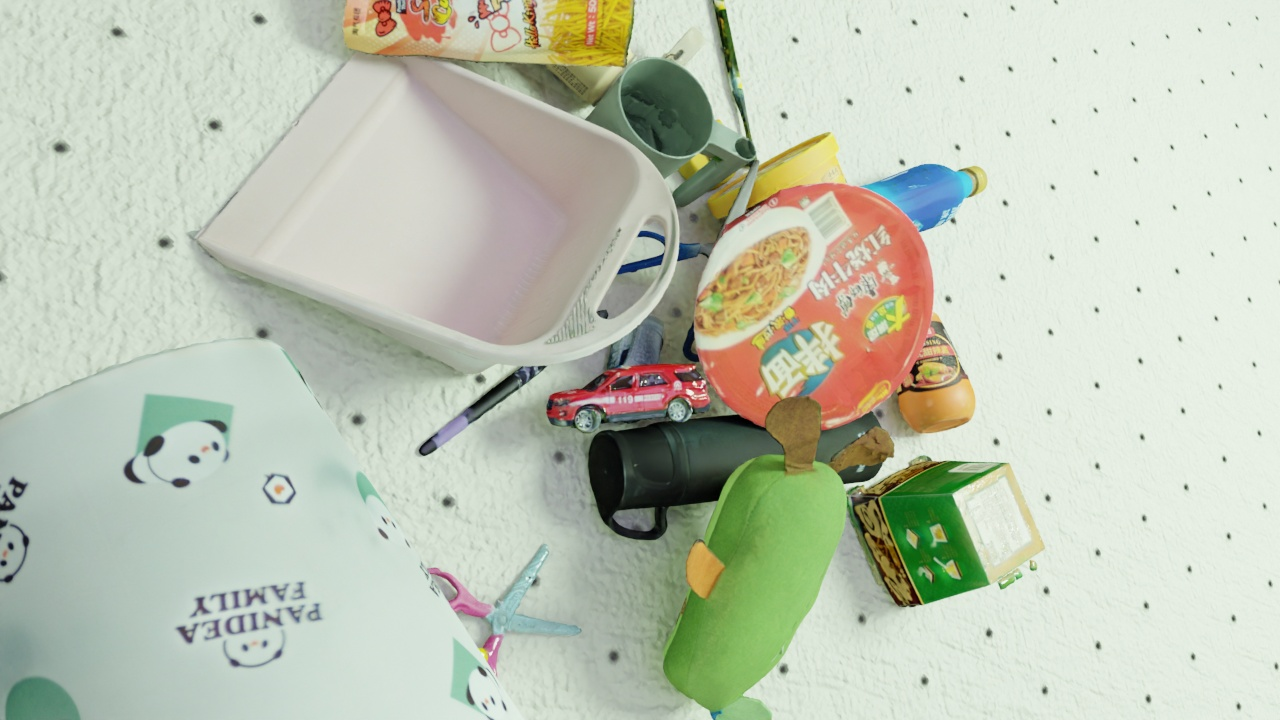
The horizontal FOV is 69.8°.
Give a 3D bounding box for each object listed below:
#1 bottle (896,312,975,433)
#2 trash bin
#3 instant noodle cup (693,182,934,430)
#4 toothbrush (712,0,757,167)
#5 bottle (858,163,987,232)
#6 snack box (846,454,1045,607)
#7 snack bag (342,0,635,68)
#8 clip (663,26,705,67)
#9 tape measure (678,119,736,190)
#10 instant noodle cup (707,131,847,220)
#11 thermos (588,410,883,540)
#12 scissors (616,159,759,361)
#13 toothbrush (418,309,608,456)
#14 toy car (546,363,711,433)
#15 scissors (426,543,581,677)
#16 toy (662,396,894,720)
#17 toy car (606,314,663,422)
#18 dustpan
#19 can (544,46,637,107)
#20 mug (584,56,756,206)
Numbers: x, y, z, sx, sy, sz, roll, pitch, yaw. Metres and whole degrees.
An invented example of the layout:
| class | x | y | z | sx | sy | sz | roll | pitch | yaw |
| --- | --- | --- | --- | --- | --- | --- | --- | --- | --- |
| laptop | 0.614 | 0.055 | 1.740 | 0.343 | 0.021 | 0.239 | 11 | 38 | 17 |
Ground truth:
| class | x | y | z | sx | sy | sz | roll | pitch | yaw |
| --- | --- | --- | --- | --- | --- | --- | --- | --- | --- |
| bottle | 0.262 | -0.009 | 0.855 | 0.066 | 0.067 | 0.149 | 0 | 69 | -29 |
| trash bin | -0.208 | 0.140 | 0.462 | 0.229 | 0.230 | 0.252 | -26 | 84 | -32 |
| instant noodle cup | 0.125 | -0.045 | 0.706 | 0.193 | 0.066 | 0.194 | -5 | 110 | -13 |
| toothbrush | 0.085 | -0.266 | 0.858 | 0.017 | 0.012 | 0.185 | -6 | 78 | -19 |
| bottle | 0.261 | -0.153 | 0.889 | 0.218 | 0.065 | 0.065 | -21 | 86 | -31 |
| snack box | 0.267 | 0.140 | 0.784 | 0.118 | 0.106 | 0.117 | -19 | 85 | -33 |
| snack bag | -0.108 | -0.281 | 0.678 | 0.207 | 0.073 | 0.128 | 5 | 90 | -9 |
| clip | 0.014 | -0.245 | 0.798 | 0.034 | 0.070 | 0.099 | 41 | 67 | -12 |
| tape measure | 0.060 | -0.181 | 0.809 | 0.059 | 0.029 | 0.057 | -30 | 92 | -32 |
| instant noodle cup | 0.135 | -0.116 | 0.785 | 0.118 | 0.119 | 0.114 | -36 | 102 | -32 |
| thermos | 0.078 | 0.085 | 0.727 | 0.242 | 0.068 | 0.090 | -4 | 110 | -28 |
| scissors | 0.055 | -0.077 | 0.735 | 0.176 | 0.012 | 0.162 | -2 | 107 | -1 |
| toothbrush | -0.088 | 0.012 | 0.679 | 0.188 | 0.017 | 0.014 | -39 | 96 | -30 |
| toy car | -0.009 | 0.026 | 0.669 | 0.120 | 0.053 | 0.045 | -8 | 92 | -18 |
| scissors | -0.103 | 0.175 | 0.624 | 0.133 | 0.017 | 0.133 | 40 | 56 | -11 |
| toy | 0.088 | 0.143 | 0.658 | 0.226 | 0.090 | 0.247 | 25 | 92 | -53 |
| toy car | -0.004 | 0.004 | 0.718 | 0.043 | 0.034 | 0.090 | 23 | 68 | -25 |
| dustpan | -0.117 | -0.112 | 0.627 | 0.273 | 0.139 | 0.222 | 33 | 63 | -17 |
| can | -0.063 | -0.267 | 0.749 | 0.116 | 0.059 | 0.058 | 40 | 60 | -13 |
| mug | 0.013 | -0.170 | 0.736 | 0.124 | 0.104 | 0.083 | 23 | 65 | -22 |
